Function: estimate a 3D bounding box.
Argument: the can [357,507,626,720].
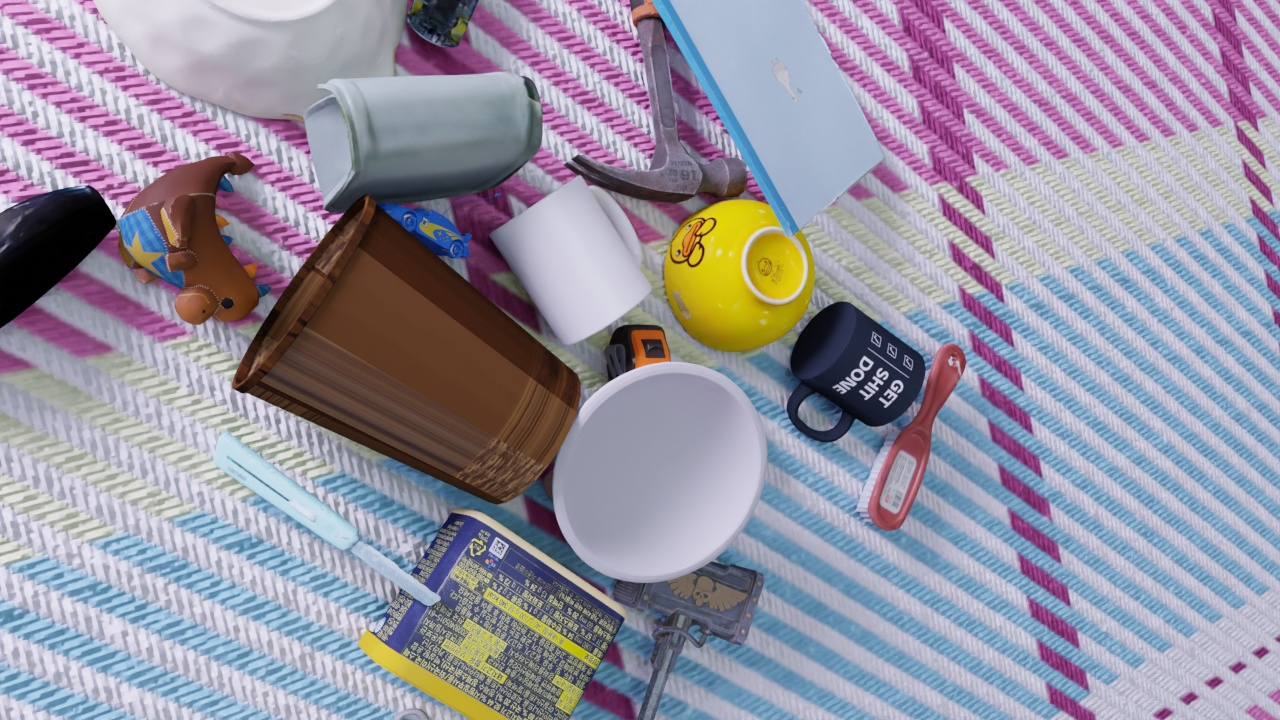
[{"bbox_3d":[-0.091,0.173,0.589,0.135,0.075,0.104,39,69,-19],"label":"can"}]

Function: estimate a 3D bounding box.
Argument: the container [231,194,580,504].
[{"bbox_3d":[-0.132,0.004,0.555,0.167,0.132,0.132,36,73,-25],"label":"container"}]

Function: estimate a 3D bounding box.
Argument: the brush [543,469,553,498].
[{"bbox_3d":[-0.008,0.069,0.666,0.135,0.015,0.050,-20,95,-25],"label":"brush"}]

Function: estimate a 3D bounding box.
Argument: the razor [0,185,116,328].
[{"bbox_3d":[-0.355,-0.051,0.493,0.064,0.053,0.140,37,61,15],"label":"razor"}]

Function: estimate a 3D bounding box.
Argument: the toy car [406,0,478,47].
[{"bbox_3d":[-0.127,-0.254,0.621,0.038,0.027,0.089,24,78,-20],"label":"toy car"}]

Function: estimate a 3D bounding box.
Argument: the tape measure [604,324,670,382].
[{"bbox_3d":[-0.004,0.004,0.648,0.038,0.058,0.059,0,91,-25],"label":"tape measure"}]

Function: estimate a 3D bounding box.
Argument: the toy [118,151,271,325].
[{"bbox_3d":[-0.253,-0.074,0.549,0.090,0.071,0.102,58,43,-25],"label":"toy"}]

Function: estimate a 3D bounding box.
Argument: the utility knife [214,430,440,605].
[{"bbox_3d":[-0.186,0.096,0.546,0.165,0.015,0.022,33,102,6],"label":"utility knife"}]

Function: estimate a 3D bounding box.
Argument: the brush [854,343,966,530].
[{"bbox_3d":[0.227,0.062,0.770,0.041,0.030,0.172,33,75,-20],"label":"brush"}]

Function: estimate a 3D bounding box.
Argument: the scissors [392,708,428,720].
[{"bbox_3d":[-0.166,0.295,0.579,0.158,0.014,0.141,3,82,-25],"label":"scissors"}]

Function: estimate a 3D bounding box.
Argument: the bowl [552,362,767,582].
[{"bbox_3d":[0.009,0.070,0.608,0.149,0.043,0.150,-5,105,-20],"label":"bowl"}]

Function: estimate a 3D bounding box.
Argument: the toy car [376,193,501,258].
[{"bbox_3d":[-0.131,-0.101,0.599,0.092,0.033,0.061,30,72,-53],"label":"toy car"}]

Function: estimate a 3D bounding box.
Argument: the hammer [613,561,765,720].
[{"bbox_3d":[-0.009,0.287,0.636,0.098,0.044,0.321,25,77,-22],"label":"hammer"}]

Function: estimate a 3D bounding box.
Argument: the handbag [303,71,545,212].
[{"bbox_3d":[-0.135,-0.139,0.564,0.121,0.106,0.067,-14,95,-31],"label":"handbag"}]

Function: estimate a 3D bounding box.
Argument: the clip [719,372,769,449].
[{"bbox_3d":[0.068,0.042,0.697,0.023,0.042,0.076,-38,103,-24],"label":"clip"}]

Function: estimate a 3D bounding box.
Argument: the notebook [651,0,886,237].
[{"bbox_3d":[0.092,-0.235,0.697,0.180,0.009,0.253,-39,102,-43],"label":"notebook"}]

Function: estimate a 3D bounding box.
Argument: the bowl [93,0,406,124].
[{"bbox_3d":[-0.231,-0.248,0.555,0.188,0.060,0.219,-41,105,-21],"label":"bowl"}]

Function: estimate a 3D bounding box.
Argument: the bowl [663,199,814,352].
[{"bbox_3d":[0.084,-0.067,0.689,0.117,0.068,0.117,2,86,-25],"label":"bowl"}]

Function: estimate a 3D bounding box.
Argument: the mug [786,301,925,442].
[{"bbox_3d":[0.161,0.017,0.727,0.077,0.071,0.105,32,101,-20],"label":"mug"}]

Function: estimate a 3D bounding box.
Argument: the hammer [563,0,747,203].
[{"bbox_3d":[-0.007,-0.274,0.678,0.137,0.035,0.314,-8,90,-26],"label":"hammer"}]

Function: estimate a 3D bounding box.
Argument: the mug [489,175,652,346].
[{"bbox_3d":[-0.038,-0.076,0.637,0.090,0.074,0.110,57,41,-12],"label":"mug"}]
